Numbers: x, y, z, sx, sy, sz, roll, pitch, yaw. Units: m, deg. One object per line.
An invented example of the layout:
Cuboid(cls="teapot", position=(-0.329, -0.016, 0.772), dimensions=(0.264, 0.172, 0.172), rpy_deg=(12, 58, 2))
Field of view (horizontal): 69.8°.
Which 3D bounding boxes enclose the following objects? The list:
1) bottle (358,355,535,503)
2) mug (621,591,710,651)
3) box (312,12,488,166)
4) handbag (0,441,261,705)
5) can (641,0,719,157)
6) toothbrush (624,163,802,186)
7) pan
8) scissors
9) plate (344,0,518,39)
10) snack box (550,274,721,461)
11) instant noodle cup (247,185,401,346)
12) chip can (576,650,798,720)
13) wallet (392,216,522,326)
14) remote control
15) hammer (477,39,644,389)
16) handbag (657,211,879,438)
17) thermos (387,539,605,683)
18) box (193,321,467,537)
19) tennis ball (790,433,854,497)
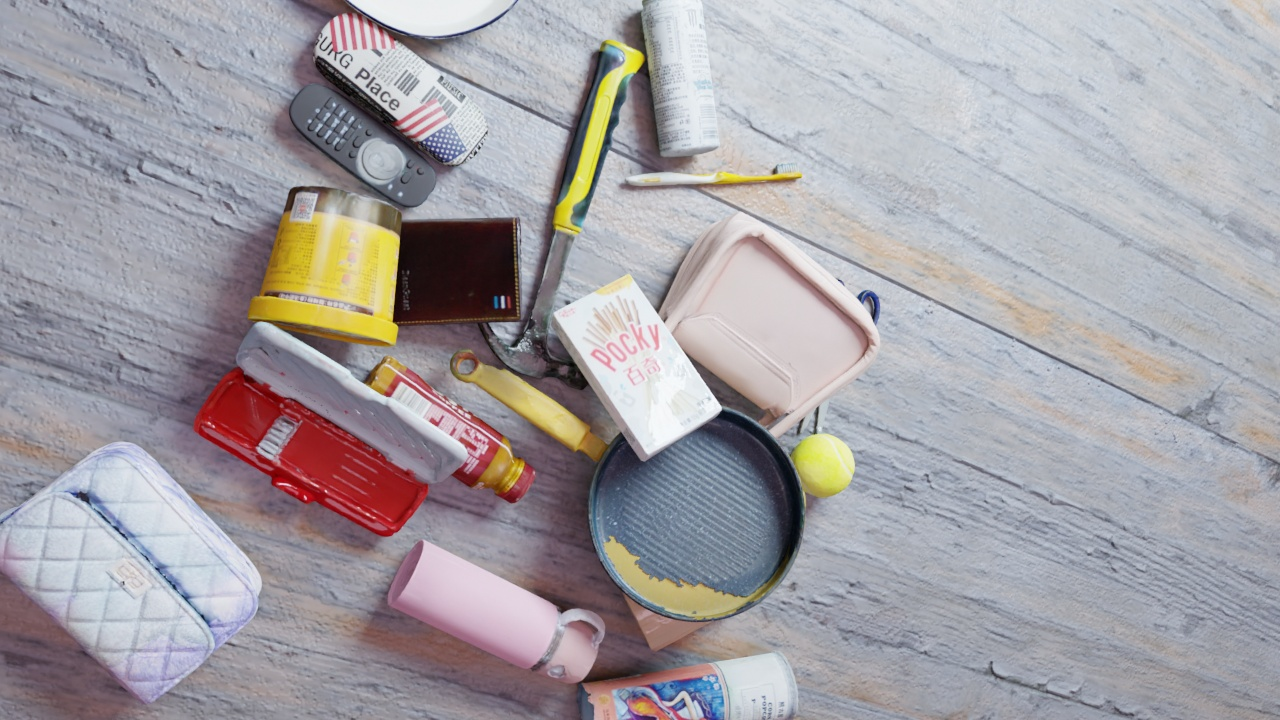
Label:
Cuboid(cls="bottle", position=(-0.175, 0.068, 0.834), dimensions=(0.175, 0.057, 0.057), rpy_deg=(38, 83, -17))
Cuboid(cls="mug", position=(0.042, 0.234, 0.906), dimensions=(0.103, 0.084, 0.125), rpy_deg=(-26, 138, -8))
Cuboid(cls="box", position=(-0.210, -0.236, 0.807), dimensions=(0.164, 0.052, 0.069), rpy_deg=(39, 94, -16))
Cuboid(cls="handbag", position=(-0.421, 0.172, 0.758), dimensions=(0.134, 0.075, 0.194), rpy_deg=(-40, 105, -10))
Cuboid(cls="can", position=(0.038, -0.269, 0.869), dimensions=(0.058, 0.058, 0.147), rpy_deg=(-11, 98, -17))
Cuboid(cls="toothbrush", position=(0.075, -0.185, 0.912), dimensions=(0.191, 0.016, 0.018), rpy_deg=(-5, 86, -17))
Cuboid(cls="pan", position=(-0.018, 0.094, 0.839), dimensions=(0.357, 0.078, 0.197), rpy_deg=(30, 78, 7))
Cuboid(cls="scissors", position=(0.194, -0.006, 0.969), dimensions=(0.172, 0.012, 0.133), rpy_deg=(-46, 107, -9))
Cuboid(cls="plate", position=(-0.188, -0.381, 0.794), dimensions=(0.204, 0.045, 0.205), rpy_deg=(-2, 97, -17))
Cuboid(cls="snack box", position=(-0.005, 0.005, 0.830), dimensions=(0.084, 0.027, 0.156), rpy_deg=(-30, 77, -20))
Cuboid(cls="instant noodle cup", position=(-0.256, -0.078, 0.768), dimensions=(0.118, 0.119, 0.114), rpy_deg=(10, 85, -18))
Cuboid(cls="chip can", position=(0.046, 0.344, 0.926), dimensions=(0.214, 0.071, 0.071), rpy_deg=(-3, 96, -17))
Cuboid(cls="wallet", position=(-0.167, -0.080, 0.821), dimensions=(0.122, 0.020, 0.096), rpy_deg=(-1, 86, 2))
Cuboid(cls="remote control", position=(-0.243, -0.187, 0.806), dimensions=(0.136, 0.024, 0.053), rpy_deg=(37, 82, -18))
Cuboid(cls="hammer", position=(-0.067, -0.142, 0.862), dimensions=(0.126, 0.032, 0.323), rpy_deg=(16, 90, -19))
Cuboid(cls="handbag", position=(0.094, -0.004, 0.894), dimensions=(0.193, 0.093, 0.234), rpy_deg=(37, 100, -12))
Cuboid(cls="thermos", position=(-0.128, 0.234, 0.855), dimensions=(0.198, 0.067, 0.087), rpy_deg=(31, 121, -16))
Cuboid(cls="box", position=(-0.262, 0.061, 0.783), dimensions=(0.201, 0.058, 0.162), rpy_deg=(35, 123, -17))
Cuboid(cls="tennis ball", position=(0.188, 0.109, 0.949), dimensions=(0.065, 0.065, 0.065), rpy_deg=(-2, 96, -18))
